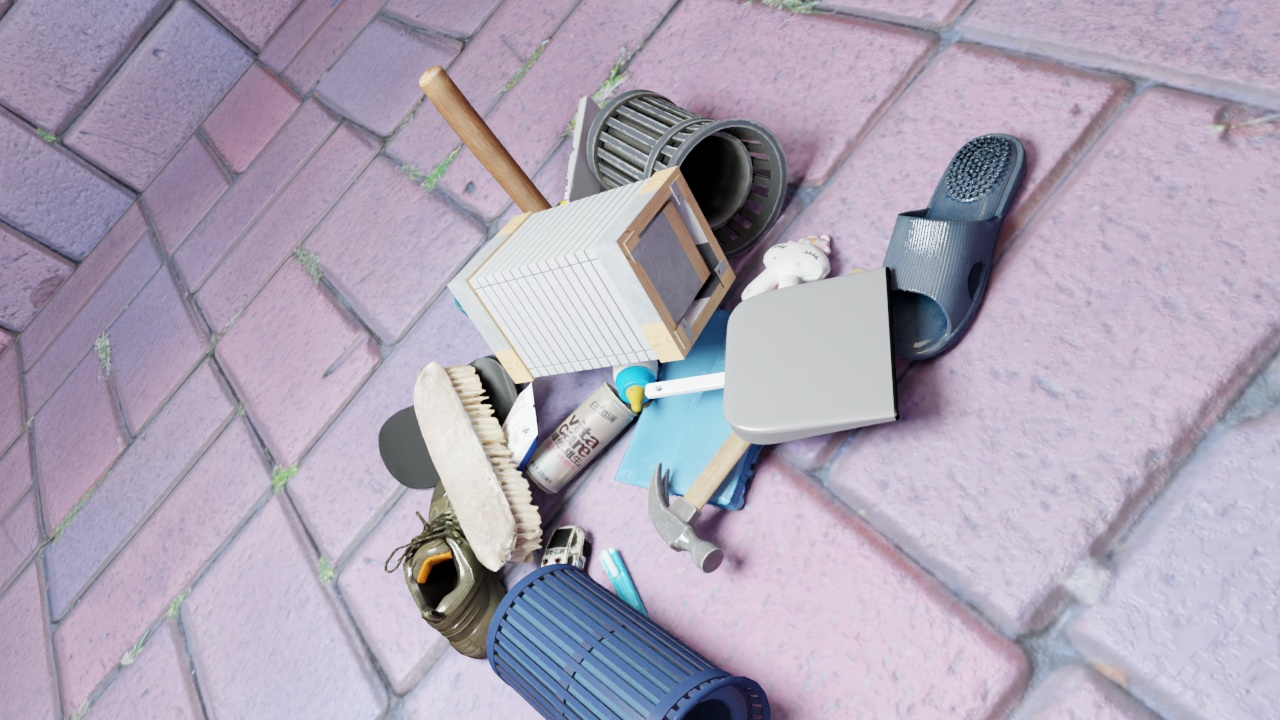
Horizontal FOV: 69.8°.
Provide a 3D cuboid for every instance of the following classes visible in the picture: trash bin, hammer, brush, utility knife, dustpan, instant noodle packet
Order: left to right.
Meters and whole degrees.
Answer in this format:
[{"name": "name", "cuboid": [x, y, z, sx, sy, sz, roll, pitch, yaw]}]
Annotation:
[{"name": "brush", "cuboid": [-0.186, 0.110, 1.019, 0.083, 0.056, 0.271, -51, 53, 27]}, {"name": "hammer", "cuboid": [-0.178, -0.258, 1.196, 0.037, 0.301, 0.157, -22, 38, 26]}, {"name": "instant noodle packet", "cuboid": [-0.150, 0.101, 1.054, 0.134, 0.026, 0.087, -58, 29, 30]}, {"name": "trash bin", "cuboid": [-0.053, -0.087, 1.003, 0.248, 0.142, 0.142, -8, 34, 39]}, {"name": "trash bin", "cuboid": [-0.024, 0.284, 0.813, 0.250, 0.139, 0.139, 21, 76, 47]}, {"name": "utility knife", "cuboid": [-0.015, 0.236, 0.928, 0.022, 0.015, 0.116, -42, 46, 12]}, {"name": "trash bin", "cuboid": [0.043, -0.236, 1.111, 0.164, 0.164, 0.227, -48, 40, 1]}, {"name": "dustpan", "cuboid": [0.118, 0.006, 0.890, 0.258, 0.033, 0.162, -9, 55, 24]}, {"name": "hammer", "cuboid": [0.122, 0.043, 0.892, 0.331, 0.030, 0.119, -54, 43, -2]}]

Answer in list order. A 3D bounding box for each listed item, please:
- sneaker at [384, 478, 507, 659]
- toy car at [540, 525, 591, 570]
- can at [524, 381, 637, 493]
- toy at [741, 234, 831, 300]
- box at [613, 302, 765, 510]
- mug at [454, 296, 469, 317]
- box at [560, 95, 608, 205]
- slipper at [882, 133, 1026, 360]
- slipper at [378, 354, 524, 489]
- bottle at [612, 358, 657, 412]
[{"name": "sneaker", "cuboid": [-0.229, 0.209, 1.024, 0.101, 0.143, 0.237, -35, 45, 15]}, {"name": "toy car", "cuboid": [-0.086, 0.228, 0.971, 0.049, 0.040, 0.112, -14, 54, 33]}, {"name": "can", "cuboid": [-0.070, 0.089, 1.045, 0.136, 0.054, 0.054, -44, 43, 5]}, {"name": "toy", "cuboid": [0.165, -0.102, 0.986, 0.076, 0.037, 0.125, 18, 54, 39]}, {"name": "box", "cuboid": [0.073, 0.040, 0.986, 0.175, 0.033, 0.231, 4, 64, 44]}, {"name": "mug", "cuboid": [-0.171, -0.068, 1.199, 0.114, 0.107, 0.083, 24, 76, 45]}, {"name": "box", "cuboid": [-0.062, -0.240, 1.218, 0.034, 0.129, 0.209, -6, 57, 21]}, {"name": "slipper", "cuboid": [0.291, -0.128, 0.890, 0.101, 0.082, 0.263, 13, 70, 46]}, {"name": "slipper", "cuboid": [-0.228, 0.076, 1.173, 0.266, 0.083, 0.109, -36, 84, 31]}, {"name": "bottle", "cuboid": [-0.006, 0.006, 1.040, 0.051, 0.051, 0.146, -28, 37, 21]}]
